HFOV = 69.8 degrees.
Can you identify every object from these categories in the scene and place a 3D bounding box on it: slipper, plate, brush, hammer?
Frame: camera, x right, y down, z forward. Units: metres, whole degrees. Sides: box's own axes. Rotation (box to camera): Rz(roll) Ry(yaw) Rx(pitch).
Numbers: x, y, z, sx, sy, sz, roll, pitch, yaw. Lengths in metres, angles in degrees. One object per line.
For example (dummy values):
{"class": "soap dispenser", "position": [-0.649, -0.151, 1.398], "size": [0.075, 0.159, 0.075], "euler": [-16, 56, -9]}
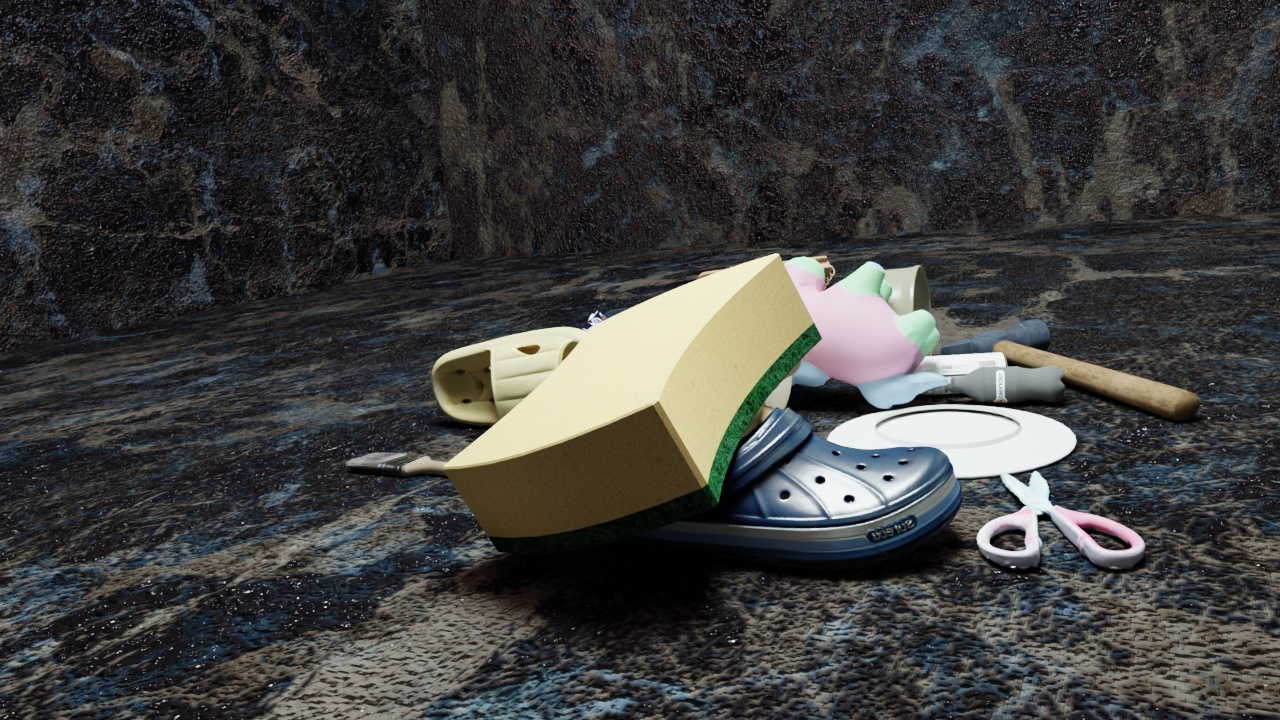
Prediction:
{"class": "slipper", "position": [-0.137, 0.027, 0.973], "size": [0.262, 0.111, 0.079], "euler": [-3, 9, 33]}
{"class": "plate", "position": [0.272, 0.063, 0.816], "size": [0.208, 0.015, 0.208], "euler": [-6, 12, 1]}
{"class": "slipper", "position": [0.086, 0.083, 0.632], "size": [0.253, 0.095, 0.105], "euler": [-6, 9, 21]}
{"class": "brush", "position": [0.000, 0.029, 0.667], "size": [0.196, 0.075, 0.249], "euler": [-19, 18, 37]}
{"class": "hammer", "position": [0.440, 0.010, 0.945], "size": [0.129, 0.040, 0.322], "euler": [-12, 13, -9]}
{"class": "brush", "position": [-0.220, 0.102, 0.891], "size": [0.151, 0.012, 0.038], "euler": [1, 13, 31]}

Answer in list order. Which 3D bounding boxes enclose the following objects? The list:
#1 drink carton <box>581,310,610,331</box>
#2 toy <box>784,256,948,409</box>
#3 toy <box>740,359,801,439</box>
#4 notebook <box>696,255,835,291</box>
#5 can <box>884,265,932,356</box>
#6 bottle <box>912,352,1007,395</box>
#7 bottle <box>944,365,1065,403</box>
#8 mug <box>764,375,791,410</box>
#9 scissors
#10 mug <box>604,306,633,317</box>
{"class": "drink carton", "position": [-0.006, 0.006, 0.975], "size": [0.130, 0.064, 0.040], "euler": [26, 41, 9]}
{"class": "toy", "position": [0.199, -0.019, 0.950], "size": [0.171, 0.222, 0.120], "euler": [-42, -29, 6]}
{"class": "toy", "position": [0.071, 0.046, 0.805], "size": [0.134, 0.106, 0.108], "euler": [-35, 12, -19]}
{"class": "notebook", "position": [0.125, -0.048, 1.096], "size": [0.169, 0.022, 0.211], "euler": [-9, -28, -18]}
{"class": "can", "position": [0.283, -0.041, 1.039], "size": [0.073, 0.128, 0.127], "euler": [-2, 12, 26]}
{"class": "bottle", "position": [0.320, 0.015, 0.961], "size": [0.116, 0.041, 0.041], "euler": [-3, 12, 13]}
{"class": "bottle", "position": [0.359, 0.024, 0.907], "size": [0.110, 0.036, 0.036], "euler": [-1, 13, 23]}
{"class": "mug", "position": [0.101, 0.026, 0.916], "size": [0.100, 0.096, 0.120], "euler": [11, -23, 22]}
{"class": "scissors", "position": [0.260, 0.104, 0.632], "size": [0.105, 0.016, 0.179], "euler": [-6, 12, 4]}
{"class": "mug", "position": [0.006, -0.031, 1.258], "size": [0.105, 0.077, 0.071], "euler": [-3, 12, 13]}
